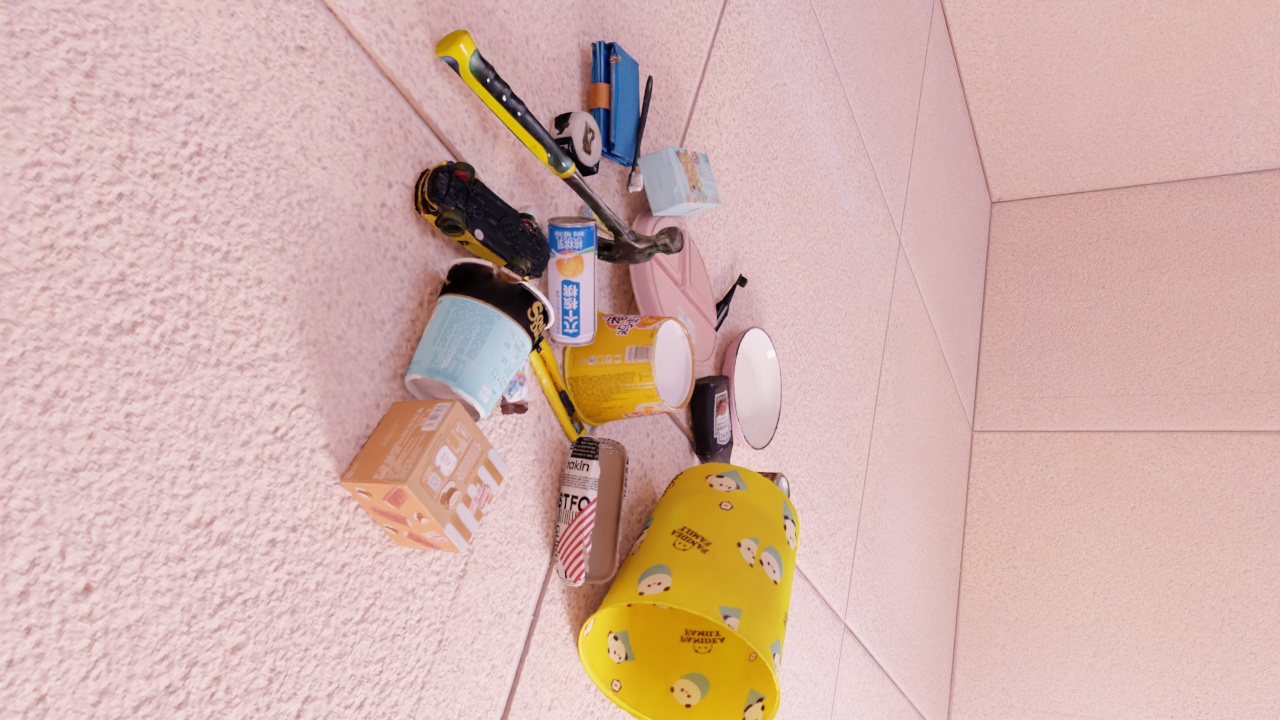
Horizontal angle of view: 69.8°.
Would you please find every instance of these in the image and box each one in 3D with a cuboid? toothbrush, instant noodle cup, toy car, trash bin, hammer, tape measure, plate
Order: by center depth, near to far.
[{"bbox_3d":[-0.153,-0.013,0.831,0.111,0.111,0.120,52,53,-45],"label":"instant noodle cup"},{"bbox_3d":[-0.148,-0.128,0.881,0.155,0.041,0.071,34,51,-42],"label":"toy car"},{"bbox_3d":[-0.092,-0.209,0.957,0.323,0.126,0.031,44,52,-36],"label":"hammer"},{"bbox_3d":[-0.073,-0.249,1.043,0.065,0.034,0.066,25,67,-58],"label":"tape measure"},{"bbox_3d":[-0.006,0.006,1.064,0.138,0.110,0.138,10,79,-60],"label":"instant noodle cup"},{"bbox_3d":[0.078,0.273,1.094,0.254,0.230,0.230,-61,137,-50],"label":"trash bin"},{"bbox_3d":[0.003,-0.283,1.135,0.015,0.018,0.180,54,39,-57],"label":"toothbrush"},{"bbox_3d":[0.050,-0.090,1.204,0.229,0.028,0.229,41,42,-52],"label":"plate"},{"bbox_3d":[0.119,-0.072,1.365,0.212,0.027,0.026,-54,175,-46],"label":"toothbrush"},{"bbox_3d":[0.168,0.043,1.428,0.192,0.039,0.192,7,82,-60],"label":"plate"}]

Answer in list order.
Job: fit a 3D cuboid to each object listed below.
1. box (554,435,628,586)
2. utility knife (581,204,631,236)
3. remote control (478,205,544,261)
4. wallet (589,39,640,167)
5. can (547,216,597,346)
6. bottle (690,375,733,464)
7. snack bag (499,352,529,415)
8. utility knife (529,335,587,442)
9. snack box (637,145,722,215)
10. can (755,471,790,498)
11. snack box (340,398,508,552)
[{"bbox_3d":[-0.049,0.166,1.015,0.088,0.076,0.162,9,80,-37],"label":"box"},{"bbox_3d":[-0.028,-0.161,1.137,0.167,0.018,0.031,17,67,-53],"label":"utility knife"},{"bbox_3d":[-0.133,-0.105,0.940,0.049,0.024,0.124,64,37,-35],"label":"remote control"},{"bbox_3d":[-0.029,-0.310,1.119,0.106,0.040,0.133,-1,90,-68],"label":"wallet"},{"bbox_3d":[-0.073,-0.086,0.990,0.053,0.053,0.135,-28,124,-57],"label":"can"},{"bbox_3d":[0.106,0.121,1.314,0.079,0.044,0.195,-16,103,-58],"label":"bottle"},{"bbox_3d":[-0.128,0.004,0.938,0.045,0.026,0.105,8,84,-62],"label":"snack bag"},{"bbox_3d":[-0.082,0.052,1.024,0.033,0.015,0.209,-57,135,-41],"label":"utility knife"},{"bbox_3d":[0.054,-0.233,1.203,0.174,0.052,0.074,-23,96,-68],"label":"snack box"},{"bbox_3d":[0.124,0.178,1.236,0.057,0.147,0.058,6,83,-59],"label":"can"},{"bbox_3d":[-0.183,0.099,0.788,0.094,0.077,0.092,61,39,-36],"label":"snack box"}]
